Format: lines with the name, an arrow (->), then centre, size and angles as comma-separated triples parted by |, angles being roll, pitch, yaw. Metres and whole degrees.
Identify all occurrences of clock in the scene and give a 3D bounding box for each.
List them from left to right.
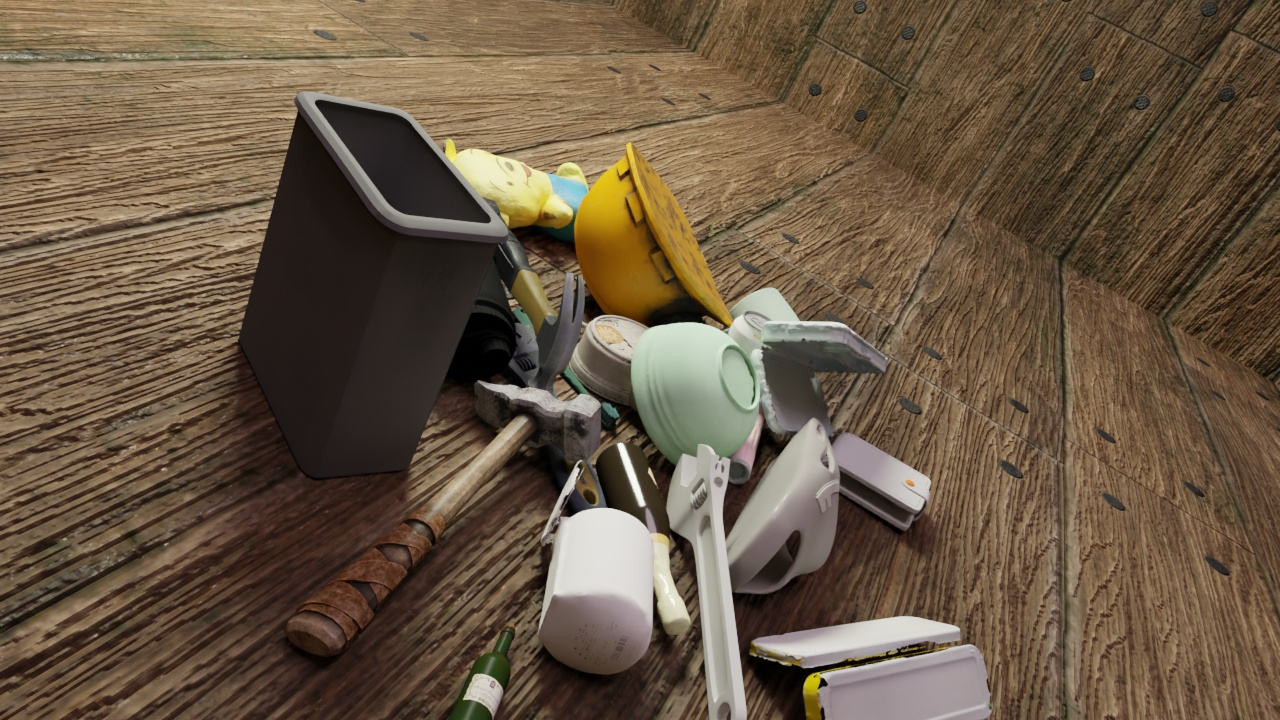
clock -> -0.006, 0.006, 0.946 | 0.103, 0.061, 0.157 | 0, 36, -41

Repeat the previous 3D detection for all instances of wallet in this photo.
wallet -> 0.262, 0.125, 1.009 | 0.118, 0.038, 0.115 | 31, 27, 14

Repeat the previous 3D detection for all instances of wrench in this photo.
wrench -> -0.084, 0.049, 0.843 | 0.073, 0.022, 0.273 | 1, 36, -27
wrench -> 0.051, 0.173, 0.718 | 0.018, 0.087, 0.272 | 18, 39, -17

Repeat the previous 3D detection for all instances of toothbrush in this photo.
toothbrush -> -0.078, 0.003, 0.935 | 0.016, 0.017, 0.190 | -4, 41, -44
toothbrush -> 0.121, 0.067, 0.992 | 0.026, 0.027, 0.222 | 4, 24, 14

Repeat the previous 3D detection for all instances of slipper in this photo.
slipper -> 0.143, 0.137, 0.824 | 0.080, 0.113, 0.265 | 42, 23, 3

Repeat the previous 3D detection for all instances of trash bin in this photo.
trash bin -> -0.213, -0.055, 0.692 | 0.097, 0.220, 0.192 | -1, 39, -43

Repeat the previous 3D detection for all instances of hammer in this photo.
hammer -> -0.139, 0.101, 0.671 | 0.122, 0.049, 0.317 | 11, 28, 18
hammer -> -0.124, -0.089, 0.925 | 0.025, 0.118, 0.333 | 14, 24, -30

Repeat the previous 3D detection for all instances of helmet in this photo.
helmet -> -0.002, -0.117, 1.080 | 0.205, 0.131, 0.255 | 32, 31, -63

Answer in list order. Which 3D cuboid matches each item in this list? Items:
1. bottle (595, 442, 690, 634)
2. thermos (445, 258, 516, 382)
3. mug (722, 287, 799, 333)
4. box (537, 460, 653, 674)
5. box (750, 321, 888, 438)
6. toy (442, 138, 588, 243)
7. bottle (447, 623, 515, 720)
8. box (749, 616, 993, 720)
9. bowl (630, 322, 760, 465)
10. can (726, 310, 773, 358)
bottle -> 0.005, 0.142, 0.738 | 0.045, 0.045, 0.184 | 13, 31, -26
thermos -> -0.172, -0.056, 0.877 | 0.086, 0.086, 0.198 | 11, 31, -29
mug -> 0.150, -0.019, 1.123 | 0.111, 0.084, 0.104 | -21, 62, -20
box -> -0.033, 0.142, 0.669 | 0.092, 0.084, 0.165 | 15, 27, -4
box -> 0.190, 0.037, 0.987 | 0.106, 0.127, 0.215 | 6, -7, 30
toy -> -0.145, -0.205, 1.163 | 0.213, 0.084, 0.149 | 1, 37, -38
bottle -> -0.096, 0.201, 0.569 | 0.025, 0.025, 0.105 | 26, 27, -2
box -> 0.191, 0.245, 0.727 | 0.209, 0.057, 0.117 | 4, 33, -37
bowl -> 0.065, 0.027, 0.884 | 0.150, 0.077, 0.150 | 30, 49, -43
can -> 0.111, -0.002, 1.019 | 0.055, 0.102, 0.054 | 21, 28, -12
